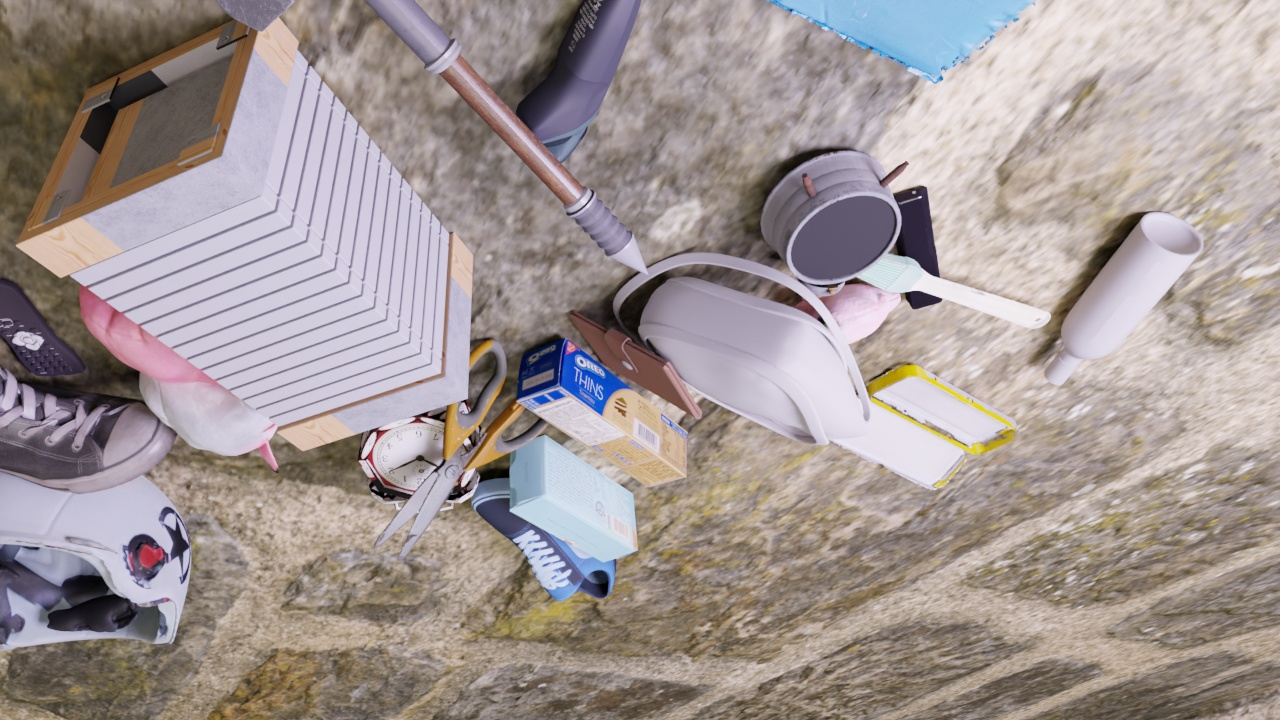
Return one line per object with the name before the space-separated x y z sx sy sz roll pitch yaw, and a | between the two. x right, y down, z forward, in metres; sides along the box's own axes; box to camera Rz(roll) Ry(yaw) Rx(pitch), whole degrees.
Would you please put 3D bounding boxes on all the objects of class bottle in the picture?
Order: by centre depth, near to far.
bottle | 0.421 -0.044 0.826 0.052 0.052 0.196 1 142 -9

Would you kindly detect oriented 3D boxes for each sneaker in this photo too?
sneaker | -0.514 0.037 0.760 0.235 0.095 0.120 13 146 4
sneaker | -0.101 0.215 1.058 0.084 0.098 0.241 -24 139 23

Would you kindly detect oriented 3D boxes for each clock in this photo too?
clock | 0.147 -0.099 0.716 0.104 0.056 0.148 -9 139 -11
clock | -0.215 0.092 0.906 0.114 0.065 0.155 1 127 -9

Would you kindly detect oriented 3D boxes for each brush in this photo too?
brush | 0.277 -0.058 0.797 0.217 0.012 0.033 13 138 -25

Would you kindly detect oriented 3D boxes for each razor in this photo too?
razor | -0.039 -0.188 0.589 0.052 0.047 0.143 -9 148 -38

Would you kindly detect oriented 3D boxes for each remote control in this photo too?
remote control | -0.514 -0.025 0.763 0.046 0.009 0.125 -5 143 -1
remote control | 0.233 -0.091 0.770 0.032 0.015 0.136 -16 142 13

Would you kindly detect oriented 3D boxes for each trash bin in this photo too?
trash bin | -0.241 -0.075 0.625 0.143 0.142 0.247 -17 141 15

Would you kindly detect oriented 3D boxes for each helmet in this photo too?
helmet | -0.557 0.168 0.881 0.237 0.163 0.264 -5 145 5

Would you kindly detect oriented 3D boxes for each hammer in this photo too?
hammer | -0.094 -0.158 0.567 0.156 0.043 0.322 -28 126 26

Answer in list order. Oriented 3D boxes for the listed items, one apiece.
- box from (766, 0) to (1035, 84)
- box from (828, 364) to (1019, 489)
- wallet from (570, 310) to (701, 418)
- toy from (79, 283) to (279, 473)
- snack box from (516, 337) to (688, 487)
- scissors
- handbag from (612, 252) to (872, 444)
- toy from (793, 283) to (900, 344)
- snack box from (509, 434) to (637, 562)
box | 0.120 -0.237 0.538 0.231 0.048 0.093 15 139 -25
box | 0.302 0.074 0.980 0.209 0.038 0.130 24 125 -34
wallet | -0.005 0.005 0.799 0.013 0.121 0.087 -50 141 -14
toy | -0.361 0.003 0.738 0.142 0.084 0.213 27 150 17
snack box | -0.031 0.054 0.887 0.056 0.057 0.206 -18 141 31
scissors | -0.158 0.092 0.858 0.161 0.016 0.225 23 95 -44
handbag | 0.099 0.009 0.806 0.216 0.095 0.222 21 163 34
toy | 0.176 -0.040 0.794 0.093 0.050 0.102 -16 -175 -21
snack box | -0.071 0.154 1.002 0.053 0.074 0.174 -24 140 23
